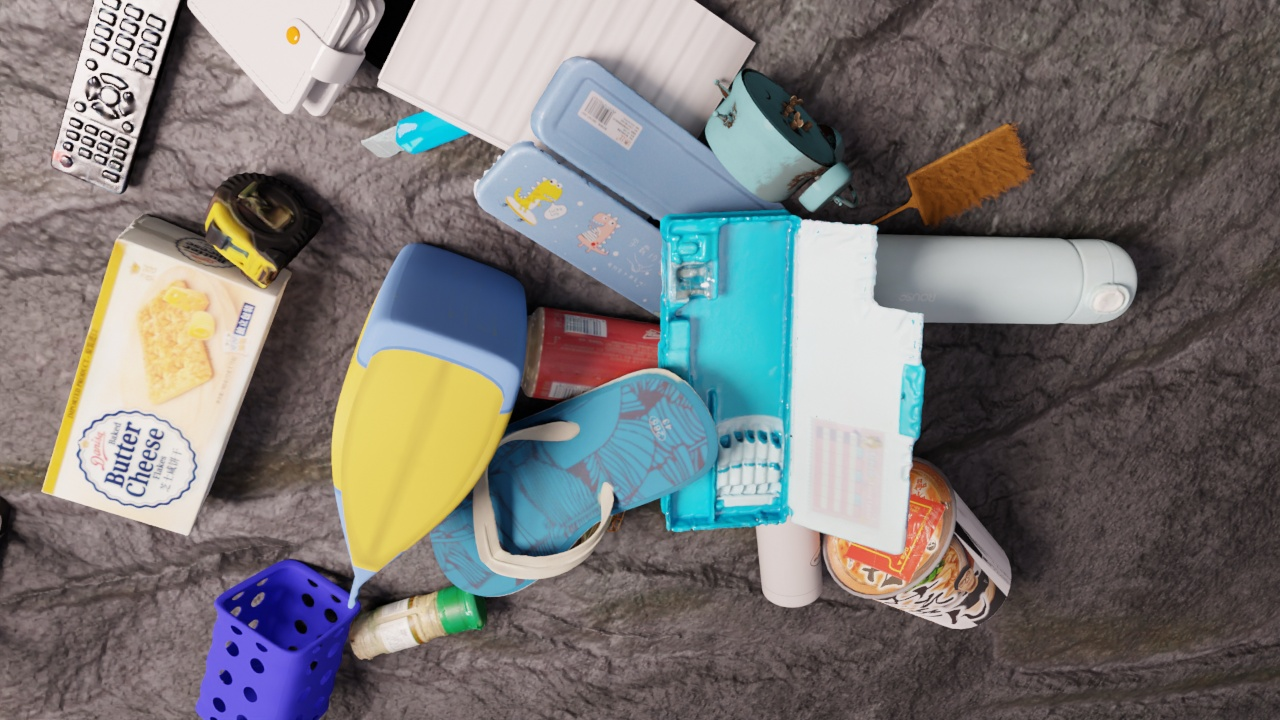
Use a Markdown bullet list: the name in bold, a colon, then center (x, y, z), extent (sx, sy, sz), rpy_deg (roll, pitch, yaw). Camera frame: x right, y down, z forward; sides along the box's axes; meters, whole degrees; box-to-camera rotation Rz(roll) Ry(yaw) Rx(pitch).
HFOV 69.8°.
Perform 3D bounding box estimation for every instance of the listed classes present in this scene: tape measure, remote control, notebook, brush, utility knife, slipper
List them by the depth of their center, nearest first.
- **remote control**: center (-0.328, -0.181, 0.580), extent (0.047, 0.022, 0.150), rpy_deg (24, 111, -18)
- **notebook**: center (-0.041, -0.192, 0.590), extent (0.209, 0.009, 0.143), rpy_deg (21, 110, -33)
- **tape measure**: center (-0.250, -0.093, 0.605), extent (0.062, 0.067, 0.038), rpy_deg (40, 135, -14)
- **utility knife**: center (-0.106, -0.173, 0.617), extent (0.175, 0.015, 0.031), rpy_deg (-21, 113, 4)
- **slipper**: center (-0.072, 0.096, 0.664), extent (0.296, 0.060, 0.118), rpy_deg (-32, 86, 33)
- **brush**: center (0.225, -0.126, 0.683), extent (0.126, 0.017, 0.048), rpy_deg (-28, 115, 5)

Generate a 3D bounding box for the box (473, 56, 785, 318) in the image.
- **box**: center (0.001, -0.103, 0.632), extent (0.209, 0.034, 0.128), rpy_deg (29, 109, -32)

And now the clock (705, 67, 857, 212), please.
- **clock**: center (0.099, -0.143, 0.621), extent (0.124, 0.089, 0.053), rpy_deg (35, 124, -20)

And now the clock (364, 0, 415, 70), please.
- **clock**: center (-0.153, -0.227, 0.570), extent (0.120, 0.042, 0.091), rpy_deg (13, 112, -13)

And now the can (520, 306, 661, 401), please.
- **can**: center (-0.004, 0.004, 0.683), extent (0.170, 0.067, 0.067), rpy_deg (8, 113, -11)

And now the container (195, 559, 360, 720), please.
- **container**: center (-0.289, 0.237, 0.730), extent (0.084, 0.085, 0.114), rpy_deg (28, 113, 15)

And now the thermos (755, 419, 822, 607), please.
- **thermos**: center (0.117, 0.098, 0.751), extent (0.052, 0.052, 0.224), rpy_deg (-10, 115, -3)

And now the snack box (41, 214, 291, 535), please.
- **snack box**: center (-0.334, 0.014, 0.647), extent (0.104, 0.057, 0.208), rpy_deg (22, 109, -17)

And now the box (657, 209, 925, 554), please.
- **box**: center (0.099, 0.014, 0.629), extent (0.182, 0.071, 0.227), rpy_deg (4, 110, 13)

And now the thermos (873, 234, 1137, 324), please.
- **thermos**: center (0.261, -0.060, 0.688), extent (0.207, 0.077, 0.065), rpy_deg (1, 114, -6)

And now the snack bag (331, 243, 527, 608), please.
- **snack bag**: center (-0.157, 0.043, 0.630), extent (0.102, 0.158, 0.206), rpy_deg (20, 112, -15)

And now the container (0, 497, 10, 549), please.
- **container**: center (-0.595, 0.163, 0.638), extent (0.241, 0.130, 0.163), rpy_deg (22, 109, -17)

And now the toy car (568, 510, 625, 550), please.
- **toy car**: center (-0.036, 0.111, 0.738), extent (0.047, 0.047, 0.112), rpy_deg (13, 113, -13)

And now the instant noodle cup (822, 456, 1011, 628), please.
- **instant noodle cup**: center (0.240, 0.162, 0.768), extent (0.121, 0.123, 0.124), rpy_deg (35, 105, -30)

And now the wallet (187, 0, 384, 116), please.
- **wallet**: center (-0.202, -0.220, 0.535), extent (0.118, 0.037, 0.115), rpy_deg (47, 117, 10)

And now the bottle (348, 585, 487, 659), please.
- **bottle**: center (-0.186, 0.219, 0.770), extent (0.111, 0.043, 0.043), rpy_deg (-17, 115, 1)
